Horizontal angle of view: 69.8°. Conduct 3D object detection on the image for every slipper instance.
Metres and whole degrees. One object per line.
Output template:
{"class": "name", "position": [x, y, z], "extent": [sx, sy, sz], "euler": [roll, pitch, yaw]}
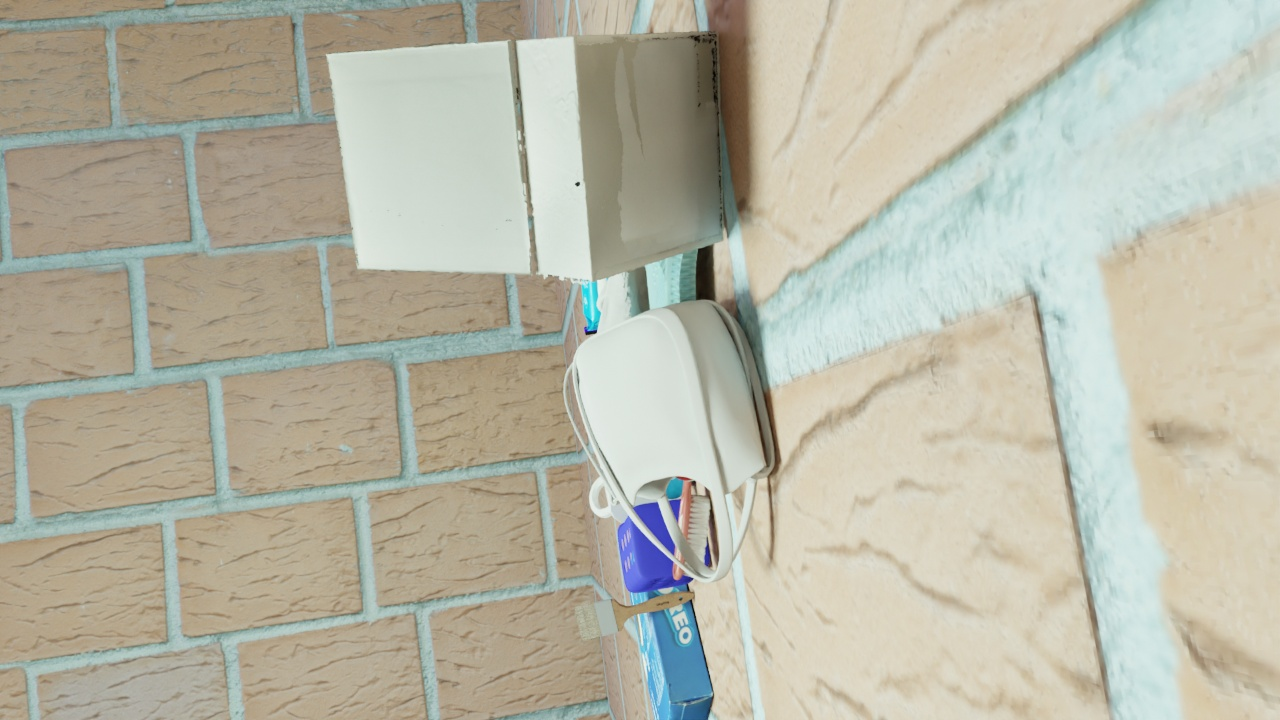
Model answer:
{"class": "slipper", "position": [-0.009, -0.058, 0.949], "extent": [0.112, 0.075, 0.246], "euler": [58, -152, -53]}
{"class": "slipper", "position": [0.016, -0.114, 0.836], "extent": [0.116, 0.069, 0.276], "euler": [-138, 47, -71]}

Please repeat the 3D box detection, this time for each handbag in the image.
{"class": "handbag", "position": [0.027, 0.073, 0.761], "extent": [0.216, 0.095, 0.222], "euler": [-20, 85, 52]}

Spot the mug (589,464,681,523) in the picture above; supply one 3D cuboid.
{"class": "mug", "position": [-0.012, 0.145, 1.113], "extent": [0.091, 0.121, 0.090], "euler": [42, -159, -37]}

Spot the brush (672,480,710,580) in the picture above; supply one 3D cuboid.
{"class": "brush", "position": [0.056, 0.140, 0.946], "extent": [0.041, 0.030, 0.172], "euler": [114, 162, -78]}

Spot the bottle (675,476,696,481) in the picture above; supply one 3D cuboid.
{"class": "bottle", "position": [0.040, 0.075, 0.862], "extent": [0.176, 0.062, 0.062], "euler": [-149, 52, -72]}

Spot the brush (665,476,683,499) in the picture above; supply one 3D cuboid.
{"class": "brush", "position": [0.028, 0.085, 0.997], "extent": [0.075, 0.055, 0.136], "euler": [-134, 37, -85]}

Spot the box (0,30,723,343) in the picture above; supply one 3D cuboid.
{"class": "box", "position": [-0.173, -0.134, 0.648], "extent": [0.148, 0.505, 0.167], "euler": [-130, 35, -68]}

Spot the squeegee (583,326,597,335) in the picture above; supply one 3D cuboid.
{"class": "squeegee", "position": [-0.046, -0.135, 1.320], "extent": [0.250, 0.055, 0.184], "euler": [177, 98, -68]}

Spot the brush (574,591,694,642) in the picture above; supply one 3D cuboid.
{"class": "brush", "position": [-0.005, 0.296, 1.095], "extent": [0.008, 0.143, 0.045], "euler": [-123, 19, -75]}

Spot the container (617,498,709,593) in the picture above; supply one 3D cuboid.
{"class": "container", "position": [0.024, 0.207, 1.027], "extent": [0.114, 0.085, 0.084], "euler": [108, 153, -69]}

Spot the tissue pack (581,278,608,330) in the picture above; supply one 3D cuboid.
{"class": "tissue pack", "position": [-0.024, -0.103, 1.081], "extent": [0.061, 0.092, 0.144], "euler": [-128, 31, -61]}

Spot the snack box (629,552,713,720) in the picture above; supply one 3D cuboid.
{"class": "snack box", "position": [0.033, 0.362, 1.192], "extent": [0.196, 0.056, 0.238], "euler": [93, 166, -50]}

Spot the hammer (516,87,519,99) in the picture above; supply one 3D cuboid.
{"class": "hammer", "position": [-0.146, -0.279, 0.963], "extent": [0.099, 0.322, 0.044], "euler": [110, 153, -73]}
